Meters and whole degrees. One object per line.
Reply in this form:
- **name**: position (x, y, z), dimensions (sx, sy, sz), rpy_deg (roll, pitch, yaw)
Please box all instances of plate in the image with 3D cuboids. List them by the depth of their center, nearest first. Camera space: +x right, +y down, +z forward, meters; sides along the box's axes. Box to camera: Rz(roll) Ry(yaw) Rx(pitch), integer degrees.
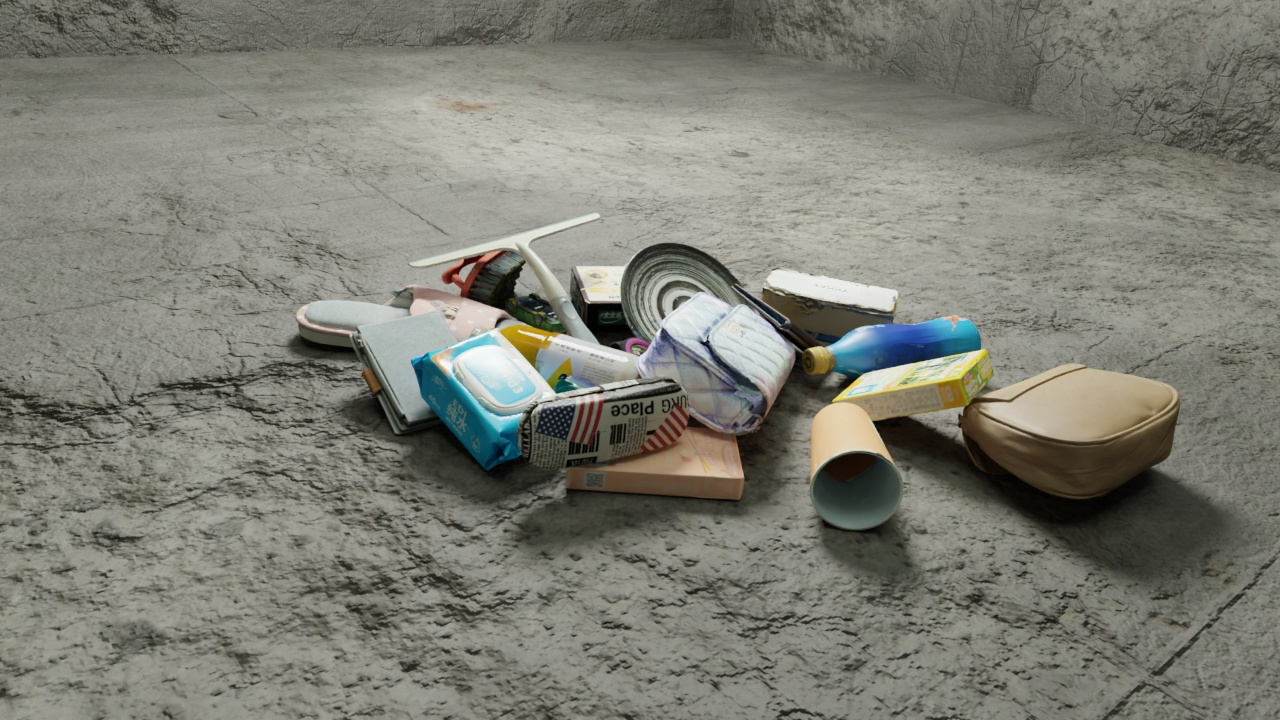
- **plate**: position (0.053, -0.056, 1.060), dimensions (0.179, 0.024, 0.179), rpy_deg (14, 56, -22)

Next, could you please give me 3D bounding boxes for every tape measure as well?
- **tape measure**: position (-0.060, 0.045, 0.886), dimensions (0.058, 0.055, 0.025), rpy_deg (27, 30, 9)
- **tape measure**: position (-0.006, 0.006, 0.976), dimensions (0.057, 0.039, 0.058), rpy_deg (-15, 64, -51)

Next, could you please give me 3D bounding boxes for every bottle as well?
- **bottle**: position (-0.086, 0.006, 0.934), dimensions (0.190, 0.068, 0.067), rpy_deg (16, 29, 15)
- **bottle**: position (0.285, -0.011, 1.047), dimensions (0.218, 0.065, 0.065), rpy_deg (-6, 30, -22)

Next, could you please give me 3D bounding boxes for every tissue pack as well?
- **tissue pack**: position (-0.139, 0.032, 0.853), dimensions (0.089, 0.063, 0.140), rpy_deg (-24, 58, -39)

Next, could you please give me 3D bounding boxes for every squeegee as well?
- **squeegee**: position (-0.096, -0.068, 1.019), dimensions (0.246, 0.039, 0.246), rpy_deg (-19, 59, -26)

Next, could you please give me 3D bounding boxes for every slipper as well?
- **slipper**: position (-0.245, -0.044, 1.024), dimensions (0.274, 0.054, 0.114), rpy_deg (7, 27, -1)

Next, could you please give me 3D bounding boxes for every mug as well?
- **mug**: position (0.189, 0.088, 0.832), dimensions (0.078, 0.078, 0.122), rpy_deg (7, 23, 3)

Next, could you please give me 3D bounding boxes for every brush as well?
- **brush**: position (-0.194, -0.106, 1.123), dimensions (0.069, 0.063, 0.145), rpy_deg (25, 20, 1)

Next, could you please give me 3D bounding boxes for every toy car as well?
- **toy car**: position (-0.121, -0.053, 1.085), dimensions (0.043, 0.036, 0.091), rpy_deg (-22, 39, -40)

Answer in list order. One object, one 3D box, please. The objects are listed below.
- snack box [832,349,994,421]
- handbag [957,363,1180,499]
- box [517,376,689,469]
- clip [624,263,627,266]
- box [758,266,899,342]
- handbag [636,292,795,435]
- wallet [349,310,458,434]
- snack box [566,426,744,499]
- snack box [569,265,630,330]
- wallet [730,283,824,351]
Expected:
- **snack box**: position (0.277, 0.028, 0.936), dimensions (0.141, 0.034, 0.086), rpy_deg (-17, 8, 41)
- **handbag**: position (0.418, 0.070, 0.890), dimensions (0.204, 0.100, 0.148), rpy_deg (-14, 25, -33)
- **box**: position (-0.032, 0.052, 0.809), dimensions (0.164, 0.071, 0.057), rpy_deg (-7, 6, -29)
- **clip**: position (-0.016, -0.105, 1.211), dimensions (0.103, 0.035, 0.092), rpy_deg (-15, 32, -26)
- **box**: position (0.243, -0.065, 1.157), dimensions (0.184, 0.060, 0.089), rpy_deg (16, 29, 15)
- **handbag**: position (0.084, -0.003, 0.930), dimensions (0.134, 0.076, 0.193), rpy_deg (36, 24, 5)
- **wallet**: position (-0.222, 0.012, 0.915), dimensions (0.106, 0.037, 0.129), rpy_deg (-16, 56, -33)
- **snack box**: position (0.012, 0.090, 0.843), dimensions (0.157, 0.026, 0.084), rpy_deg (4, 27, -2)
- **snack box**: position (-0.022, -0.077, 1.130), dimensions (0.113, 0.053, 0.125), rpy_deg (-1, 31, -13)
- **wallet**: position (0.163, -0.041, 1.052), dimensions (0.096, 0.020, 0.122), rpy_deg (39, 5, 39)
